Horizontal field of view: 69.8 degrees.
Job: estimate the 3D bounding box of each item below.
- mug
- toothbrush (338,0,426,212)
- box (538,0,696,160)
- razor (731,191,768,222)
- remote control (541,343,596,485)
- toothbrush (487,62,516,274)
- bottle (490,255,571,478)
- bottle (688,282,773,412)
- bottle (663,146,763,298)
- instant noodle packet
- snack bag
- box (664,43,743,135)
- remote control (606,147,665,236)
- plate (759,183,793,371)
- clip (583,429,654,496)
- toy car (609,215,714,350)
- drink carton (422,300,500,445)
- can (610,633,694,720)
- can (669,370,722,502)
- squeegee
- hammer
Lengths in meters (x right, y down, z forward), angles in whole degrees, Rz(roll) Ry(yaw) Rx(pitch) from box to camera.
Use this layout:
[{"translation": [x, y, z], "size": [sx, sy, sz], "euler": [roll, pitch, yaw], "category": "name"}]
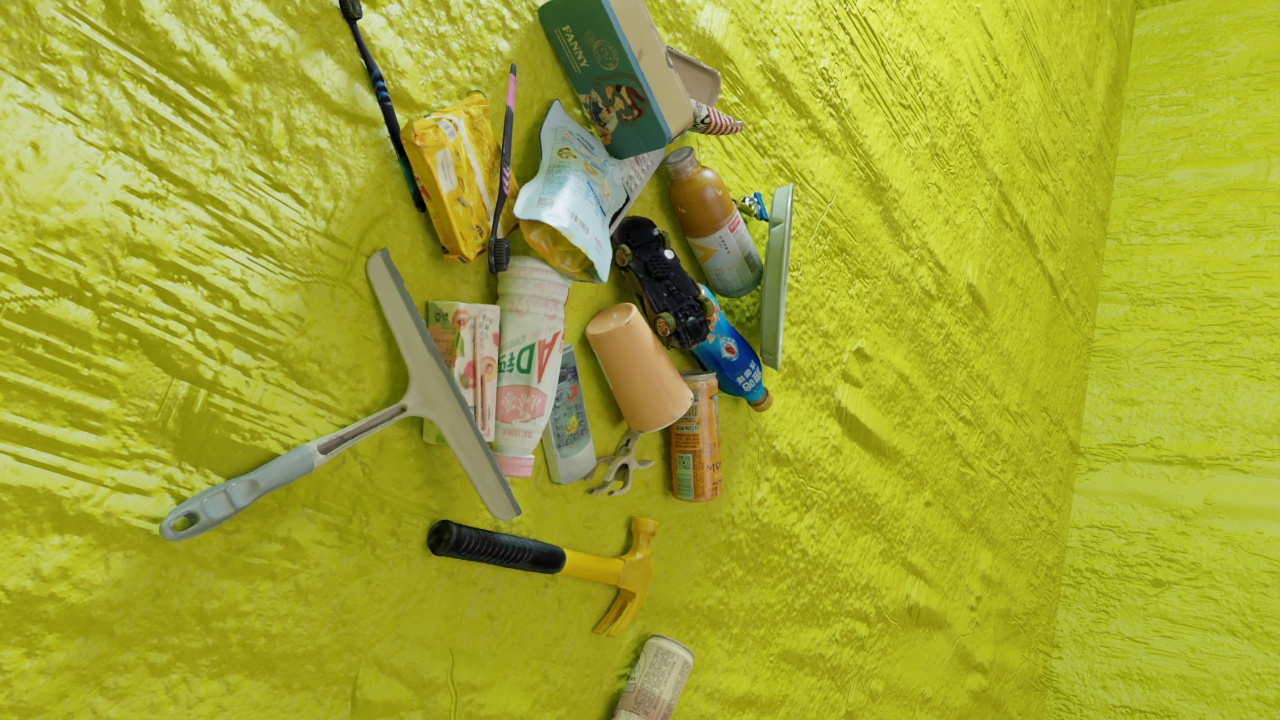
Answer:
[{"translation": [-0.006, 0.006, 0.957], "size": [0.078, 0.078, 0.123], "euler": [-50, 122, -37], "category": "mug"}, {"translation": [-0.206, -0.210, 0.741], "size": [0.014, 0.016, 0.190], "euler": [-37, 120, -43], "category": "toothbrush"}, {"translation": [-0.023, -0.292, 0.896], "size": [0.062, 0.090, 0.184], "euler": [-50, 119, -35], "category": "box"}, {"translation": [0.108, -0.196, 1.127], "size": [0.142, 0.022, 0.042], "euler": [5, 62, -48], "category": "razor"}, {"translation": [-0.077, 0.054, 0.908], "size": [0.056, 0.019, 0.135], "euler": [-27, 112, -48], "category": "remote control"}, {"translation": [-0.114, -0.167, 0.789], "size": [0.014, 0.018, 0.189], "euler": [22, 71, -67], "category": "toothbrush"}, {"translation": [-0.107, 0.007, 0.834], "size": [0.068, 0.068, 0.197], "euler": [12, 85, -51], "category": "bottle"}, {"translation": [0.100, -0.006, 1.089], "size": [0.218, 0.065, 0.065], "euler": [46, 57, -41], "category": "bottle"}, {"translation": [0.082, -0.158, 1.058], "size": [0.067, 0.068, 0.189], "euler": [-57, 131, -33], "category": "bottle"}, {"translation": [-0.151, -0.158, 0.787], "size": [0.110, 0.044, 0.128], "euler": [-50, 132, -49], "category": "instant noodle packet"}, {"translation": [-0.059, -0.160, 0.859], "size": [0.110, 0.039, 0.190], "euler": [31, 41, -21], "category": "snack bag"}, {"translation": [0.052, -0.299, 1.010], "size": [0.162, 0.076, 0.086], "euler": [-1, 94, -51], "category": "box"}, {"translation": [-0.020, -0.195, 0.968], "size": [0.058, 0.021, 0.149], "euler": [55, 50, -36], "category": "remote control"}, {"translation": [0.167, -0.101, 1.124], "size": [0.230, 0.027, 0.230], "euler": [7, 89, -80], "category": "plate"}, {"translation": [-0.020, 0.112, 0.975], "size": [0.100, 0.035, 0.072], "euler": [-42, 122, -52], "category": "clip"}, {"translation": [0.020, -0.083, 0.975], "size": [0.070, 0.042, 0.158], "euler": [-23, 80, -35], "category": "toy car"}, {"translation": [-0.153, 0.011, 0.792], "size": [0.053, 0.046, 0.122], "euler": [3, 90, -52], "category": "drink carton"}, {"translation": [0.012, 0.364, 1.000], "size": [0.058, 0.059, 0.116], "euler": [54, 52, -37], "category": "can"}, {"translation": [0.062, 0.086, 1.052], "size": [0.058, 0.058, 0.146], "euler": [-10, 100, -51], "category": "can"}, {"translation": [-0.242, 0.070, 0.690], "size": [0.245, 0.039, 0.246], "euler": [-31, 98, -40], "category": "squeegee"}, {"translation": [-0.084, 0.196, 0.896], "size": [0.300, 0.033, 0.128], "euler": [27, 70, -48], "category": "hammer"}]
